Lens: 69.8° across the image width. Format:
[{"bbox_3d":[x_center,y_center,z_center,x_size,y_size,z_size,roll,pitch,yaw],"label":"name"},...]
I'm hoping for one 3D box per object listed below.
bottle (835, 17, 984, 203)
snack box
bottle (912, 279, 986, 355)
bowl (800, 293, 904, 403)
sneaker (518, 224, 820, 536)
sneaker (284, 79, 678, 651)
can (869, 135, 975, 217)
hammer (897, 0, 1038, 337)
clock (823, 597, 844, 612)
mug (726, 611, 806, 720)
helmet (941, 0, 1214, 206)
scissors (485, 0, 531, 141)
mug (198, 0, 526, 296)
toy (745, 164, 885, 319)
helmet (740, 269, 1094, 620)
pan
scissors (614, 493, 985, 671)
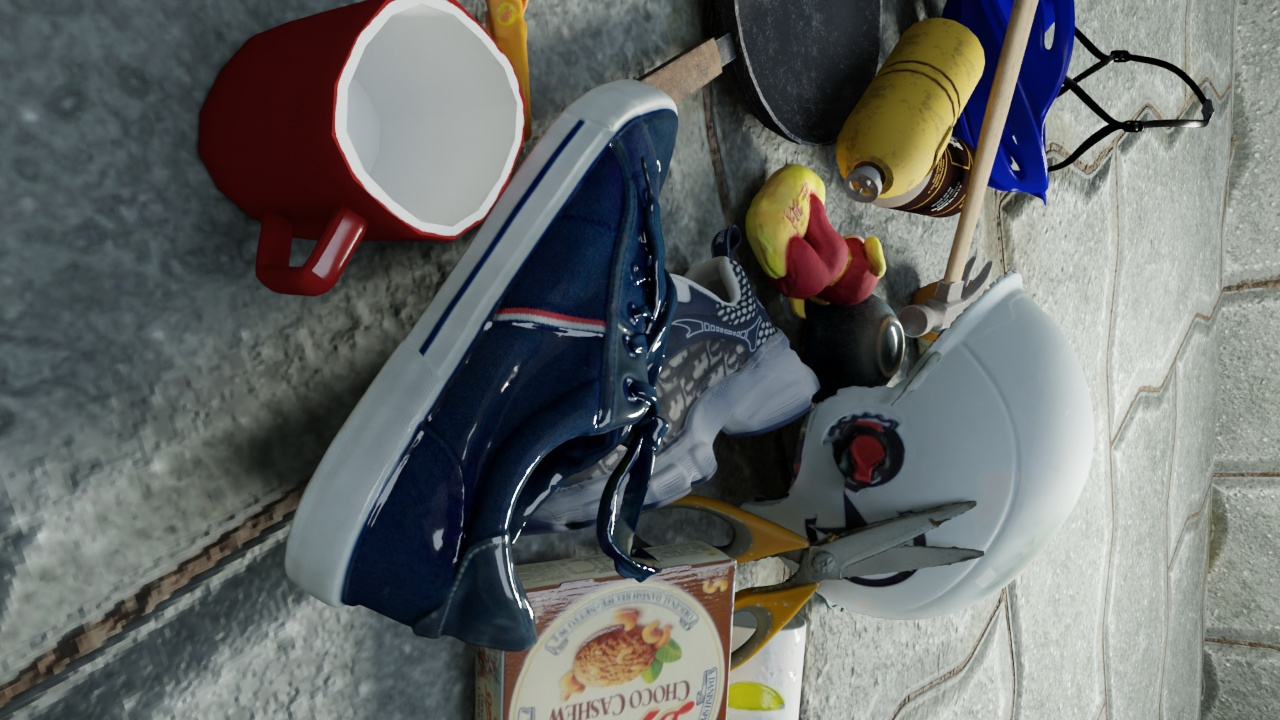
[{"bbox_3d":[0.193,-0.176,0.673,0.163,0.071,0.071,-55,133,-30],"label":"bottle"},{"bbox_3d":[-0.019,0.183,0.515,0.143,0.041,0.147,-1,97,-30],"label":"snack box"},{"bbox_3d":[0.307,0.004,0.890,0.067,0.068,0.157,-37,122,-41],"label":"bottle"},{"bbox_3d":[0.180,-0.012,0.747,0.110,0.055,0.110,-8,100,-49],"label":"bowl"},{"bbox_3d":[-0.003,0.003,0.519,0.268,0.103,0.132,-26,99,-46],"label":"sneaker"},{"bbox_3d":[-0.018,-0.006,0.400,0.121,0.127,0.293,111,3,-54],"label":"sneaker"},{"bbox_3d":[0.238,-0.161,0.782,0.128,0.072,0.072,-4,98,-50],"label":"can"},{"bbox_3d":[0.281,-0.182,0.747,0.119,0.031,0.332,-16,120,-46],"label":"hammer"},{"bbox_3d":[0.195,0.167,0.791,0.124,0.053,0.090,-35,120,-38],"label":"clock"},{"bbox_3d":[0.068,0.225,0.627,0.082,0.083,0.106,8,88,-50],"label":"mug"},{"bbox_3d":[0.377,-0.250,0.815,0.147,0.228,0.242,-69,145,-42],"label":"helmet"},{"bbox_3d":[-0.076,-0.169,0.444,0.083,0.012,0.133,13,104,-17],"label":"scissors"},{"bbox_3d":[-0.115,-0.077,0.354,0.080,0.097,0.116,42,64,-44],"label":"mug"},{"bbox_3d":[0.127,-0.079,0.671,0.137,0.067,0.105,29,70,-40],"label":"toy"},{"bbox_3d":[0.216,0.077,0.645,0.236,0.163,0.265,-17,149,-54],"label":"helmet"},{"bbox_3d":[0.066,-0.212,0.598,0.355,0.040,0.208,-41,125,-38],"label":"pan"},{"bbox_3d":[0.090,0.115,0.561,0.166,0.225,0.016,61,11,-7],"label":"scissors"}]
